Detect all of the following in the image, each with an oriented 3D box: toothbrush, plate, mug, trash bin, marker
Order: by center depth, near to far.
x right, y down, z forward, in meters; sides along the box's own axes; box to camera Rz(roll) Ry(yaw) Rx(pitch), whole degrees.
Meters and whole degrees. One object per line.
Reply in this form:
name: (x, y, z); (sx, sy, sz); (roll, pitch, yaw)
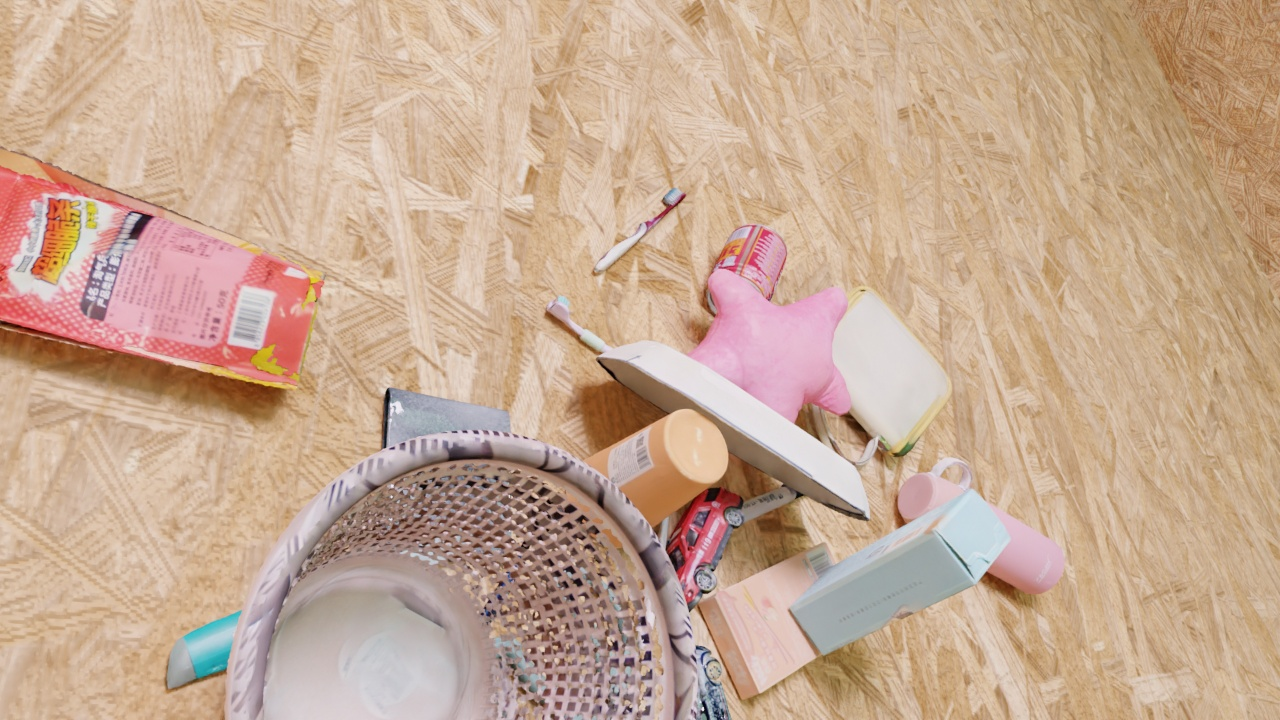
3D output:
trash bin: (-0.114, 0.167, 0.483); (0.227, 0.193, 0.227); (13, 66, -31)
toothbrush: (-0.096, 0.164, 0.647); (0.016, 0.014, 0.189); (61, 39, -28)
mug: (0.006, 0.087, 0.701); (0.078, 0.123, 0.078); (20, 52, -28)
toothbrush: (0.012, 0.149, 0.735); (0.016, 0.016, 0.179); (25, 44, -13)
plate: (0.084, 0.054, 0.765); (0.265, 0.162, 0.034); (33, 82, -16)
toothbrush: (-0.005, 0.005, 0.822); (0.189, 0.029, 0.021); (38, 86, -17)
marker: (0.116, 0.129, 0.842); (0.130, 0.018, 0.022); (-11, 46, -43)
toothbrush: (0.000, -0.133, 0.917); (0.017, 0.016, 0.187); (42, 44, 1)

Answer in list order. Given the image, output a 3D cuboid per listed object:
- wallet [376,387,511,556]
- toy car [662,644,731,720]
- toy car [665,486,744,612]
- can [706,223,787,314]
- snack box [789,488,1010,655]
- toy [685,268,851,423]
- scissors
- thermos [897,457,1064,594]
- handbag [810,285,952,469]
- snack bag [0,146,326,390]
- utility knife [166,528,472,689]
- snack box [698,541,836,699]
wallet: (-0.140, 0.082, 0.661); (0.097, 0.019, 0.120); (13, 57, -31)
toy car: (0.043, 0.262, 0.672); (0.031, 0.049, 0.105); (6, 59, -40)
toy car: (0.045, 0.153, 0.741); (0.045, 0.053, 0.120); (31, 44, -1)
can: (0.108, -0.088, 0.940); (0.066, 0.067, 0.093); (40, 45, -13)
snack box: (0.203, 0.171, 0.732); (0.074, 0.175, 0.051); (-25, 75, -45)
toy: (0.117, 0.007, 0.869); (0.194, 0.075, 0.178); (5, 85, -23)
scissors: (-0.046, 0.237, 0.638); (0.168, 0.019, 0.177); (-13, 73, -45)
thermos: (0.364, 0.174, 0.971); (0.198, 0.087, 0.067); (31, 3, -21)
handbag: (0.231, 0.030, 0.982); (0.163, 0.063, 0.178); (48, 59, -4)
snack bag: (-0.310, -0.050, 0.577); (0.207, 0.073, 0.128); (17, 49, -24)
utility knife: (-0.190, 0.147, 0.575); (0.208, 0.013, 0.029); (-18, 78, -40)
snack box: (0.125, 0.218, 0.784); (0.157, 0.026, 0.084); (-11, 71, -43)
